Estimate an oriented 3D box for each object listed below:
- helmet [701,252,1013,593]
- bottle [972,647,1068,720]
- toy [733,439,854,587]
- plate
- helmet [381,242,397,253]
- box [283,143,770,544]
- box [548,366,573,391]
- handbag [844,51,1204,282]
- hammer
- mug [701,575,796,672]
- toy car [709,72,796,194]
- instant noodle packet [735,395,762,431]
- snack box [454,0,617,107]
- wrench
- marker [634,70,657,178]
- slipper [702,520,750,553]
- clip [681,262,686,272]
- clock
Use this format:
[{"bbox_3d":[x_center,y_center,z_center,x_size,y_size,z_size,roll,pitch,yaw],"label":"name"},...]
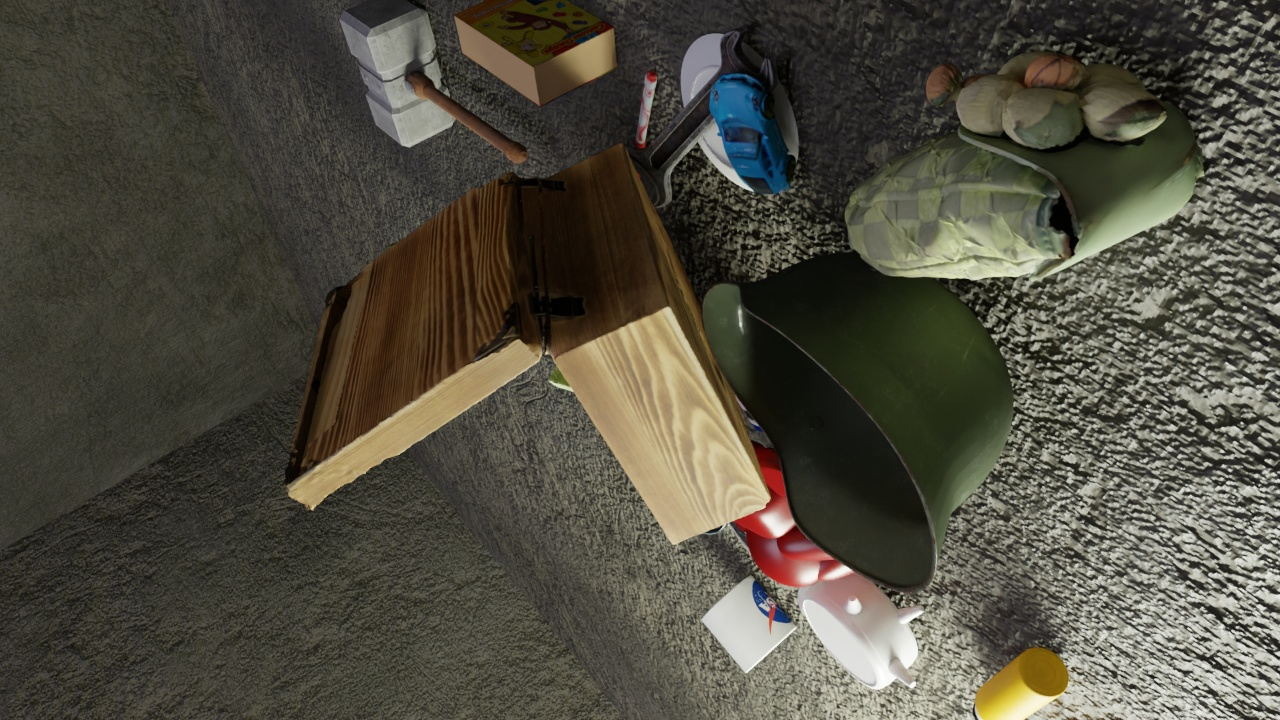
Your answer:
[{"bbox_3d":[0.160,0.013,0.661,0.268,0.153,0.227,38,155,45],"label":"helmet"},{"bbox_3d":[0.341,0.306,0.840,0.043,0.043,0.144,45,155,25],"label":"bottle"},{"bbox_3d":[0.137,0.136,0.901,0.197,0.120,0.158,50,166,-33],"label":"toy"},{"bbox_3d":[0.074,-0.194,0.738,0.134,0.011,0.135,44,154,27],"label":"plate"},{"bbox_3d":[-0.302,-0.061,1.320,0.251,0.255,0.233,5,129,60],"label":"helmet"},{"bbox_3d":[-0.111,0.001,0.796,0.278,0.337,0.287,-100,-14,-52],"label":"box"},{"bbox_3d":[-0.082,-0.004,1.211,0.098,0.082,0.188,37,167,-26],"label":"box"},{"bbox_3d":[0.191,-0.107,0.500,0.187,0.113,0.117,14,126,59],"label":"handbag"},{"bbox_3d":[-0.229,-0.305,1.095,0.318,0.082,0.163,39,152,34],"label":"hammer"},{"bbox_3d":[0.150,0.355,1.244,0.090,0.091,0.121,48,-171,18],"label":"mug"},{"bbox_3d":[0.082,-0.166,0.689,0.048,0.032,0.105,16,149,37],"label":"toy car"},{"bbox_3d":[0.132,0.037,0.915,0.087,0.026,0.134,57,157,-16],"label":"instant noodle packet"},{"bbox_3d":[-0.096,-0.293,0.842,0.126,0.088,0.040,41,153,32],"label":"snack box"},{"bbox_3d":[0.040,-0.195,0.771,0.070,0.010,0.274,55,157,-2],"label":"wrench"},{"bbox_3d":[0.001,-0.214,0.854,0.013,0.012,0.142,48,156,18],"label":"marker"},{"bbox_3d":[0.080,0.175,1.105,0.264,0.063,0.111,41,162,55],"label":"slipper"},{"bbox_3d":[0.033,-0.083,0.956,0.061,0.025,0.049,58,162,-24],"label":"clip"},{"bbox_3d":[0.240,0.283,0.994,0.125,0.072,0.161,55,164,2],"label":"clock"}]
